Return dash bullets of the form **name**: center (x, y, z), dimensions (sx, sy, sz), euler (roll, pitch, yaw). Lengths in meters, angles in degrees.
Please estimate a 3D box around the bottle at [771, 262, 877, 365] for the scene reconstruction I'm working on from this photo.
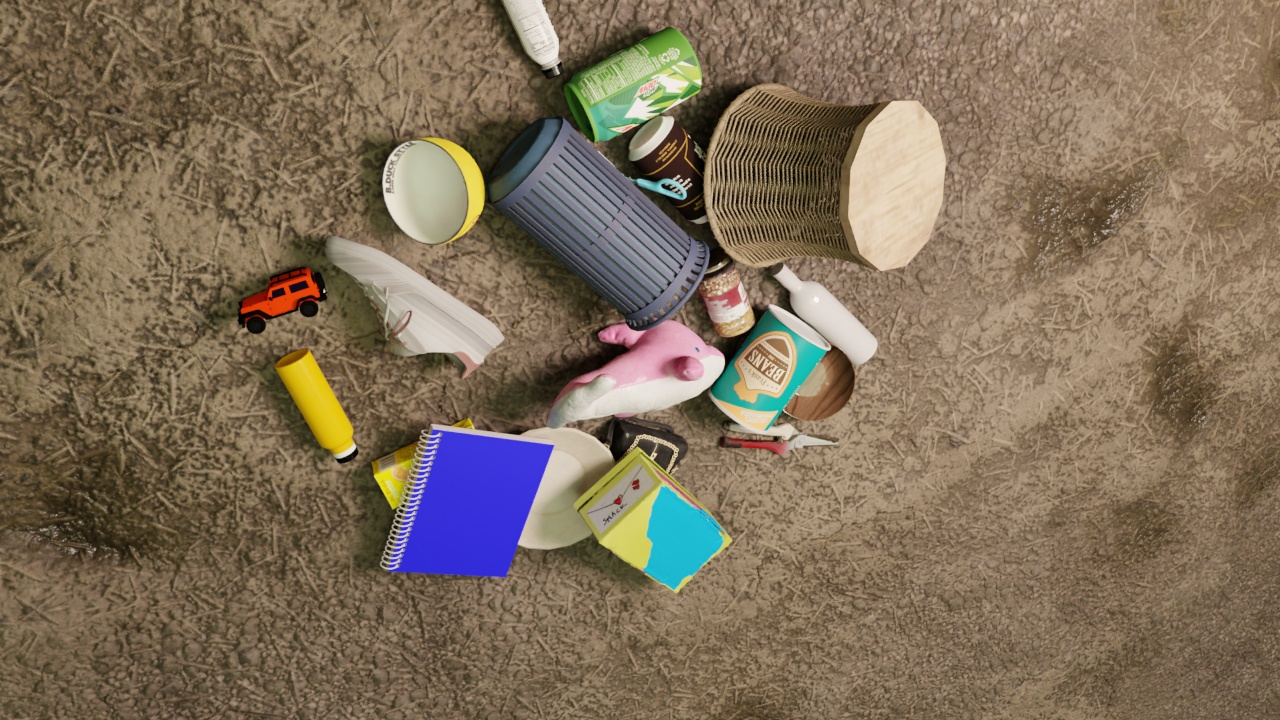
- **bottle**: center (0.250, -0.068, 1.270), dimensions (0.195, 0.052, 0.052), euler (39, 93, -28)

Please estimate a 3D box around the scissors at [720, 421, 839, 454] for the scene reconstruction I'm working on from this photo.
- **scissors**: center (0.205, 0.120, 1.346), dimensions (0.189, 0.015, 0.140), euler (41, 91, -28)

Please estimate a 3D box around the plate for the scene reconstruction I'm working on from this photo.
- **plate**: center (-0.122, 0.167, 1.229), dimensions (0.188, 0.027, 0.189), euler (-5, 115, -11)

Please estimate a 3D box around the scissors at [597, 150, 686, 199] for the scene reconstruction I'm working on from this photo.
- **scissors**: center (0.000, -0.211, 1.108), dimensions (0.139, 0.118, 0.015), euler (37, 61, -35)

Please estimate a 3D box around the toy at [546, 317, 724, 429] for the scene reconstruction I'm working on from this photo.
- **toy**: center (-0.007, 0.007, 1.172), dimensions (0.264, 0.187, 0.128), euler (-17, 77, -37)

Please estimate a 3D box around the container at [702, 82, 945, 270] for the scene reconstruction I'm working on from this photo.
- **container**: center (0.222, -0.212, 1.086), dimensions (0.226, 0.196, 0.227), euler (-13, 110, -40)

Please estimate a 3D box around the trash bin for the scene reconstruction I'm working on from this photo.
- **trash bin**: center (-0.053, -0.162, 1.078), dimensions (0.249, 0.139, 0.139), euler (39, 93, -26)

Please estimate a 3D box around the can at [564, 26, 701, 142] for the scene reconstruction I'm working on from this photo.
- **can**: center (-0.009, -0.318, 1.064), dimensions (0.144, 0.083, 0.083), euler (-29, 117, -8)

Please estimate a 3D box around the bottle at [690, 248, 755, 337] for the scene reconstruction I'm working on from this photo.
- **bottle**: center (0.109, -0.088, 1.209), dimensions (0.056, 0.056, 0.105), euler (-29, 117, -8)

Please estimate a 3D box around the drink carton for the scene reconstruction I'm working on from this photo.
- **drink carton**: center (-0.265, 0.130, 1.164), dimensions (0.134, 0.043, 0.058), euler (-25, 119, -9)

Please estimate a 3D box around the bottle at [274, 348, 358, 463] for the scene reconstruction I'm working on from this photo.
- **bottle**: center (-0.381, 0.058, 1.093), dimensions (0.043, 0.043, 0.144), euler (-25, 116, -10)

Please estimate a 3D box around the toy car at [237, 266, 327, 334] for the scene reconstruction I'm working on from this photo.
- **toy car**: center (-0.405, -0.070, 1.032), dimensions (0.100, 0.051, 0.049), euler (-20, 118, -13)

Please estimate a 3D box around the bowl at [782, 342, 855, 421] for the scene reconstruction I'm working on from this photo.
- **bowl**: center (0.242, 0.025, 1.303), dimensions (0.119, 0.032, 0.119), euler (1, 107, 2)

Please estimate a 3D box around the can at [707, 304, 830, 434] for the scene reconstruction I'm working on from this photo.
- **can**: center (0.172, 0.012, 1.234), dimensions (0.099, 0.099, 0.144), euler (26, 108, -26)

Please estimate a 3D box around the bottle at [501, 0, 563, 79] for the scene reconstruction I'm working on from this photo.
- **bottle**: center (-0.120, -0.373, 1.027), dimensions (0.041, 0.041, 0.116), euler (-30, 117, -8)

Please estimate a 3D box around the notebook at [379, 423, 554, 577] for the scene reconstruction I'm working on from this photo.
- **notebook**: center (-0.222, 0.183, 1.170), dimensions (0.171, 0.022, 0.209), euler (11, 111, -29)

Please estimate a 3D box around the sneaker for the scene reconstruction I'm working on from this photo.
- **sneaker**: center (-0.272, -0.052, 1.061), dimensions (0.236, 0.099, 0.089), euler (34, 81, -29)

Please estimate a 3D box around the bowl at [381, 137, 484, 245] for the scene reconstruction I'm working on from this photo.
- **bowl**: center (-0.223, -0.194, 1.031), dimensions (0.117, 0.067, 0.117), euler (10, 114, 23)

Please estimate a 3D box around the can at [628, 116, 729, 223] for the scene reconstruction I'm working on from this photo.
- **can**: center (0.049, -0.233, 1.124), dimensions (0.072, 0.072, 0.128), euler (-47, 118, 1)

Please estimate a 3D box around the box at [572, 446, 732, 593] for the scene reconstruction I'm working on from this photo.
- **box**: center (0.022, 0.223, 1.252), dimensions (0.124, 0.079, 0.221), euler (-44, 138, 3)

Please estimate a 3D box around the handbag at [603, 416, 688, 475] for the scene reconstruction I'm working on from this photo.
- **handbag**: center (0.004, 0.127, 1.262), dimensions (0.128, 0.054, 0.079), euler (16, 114, -27)
